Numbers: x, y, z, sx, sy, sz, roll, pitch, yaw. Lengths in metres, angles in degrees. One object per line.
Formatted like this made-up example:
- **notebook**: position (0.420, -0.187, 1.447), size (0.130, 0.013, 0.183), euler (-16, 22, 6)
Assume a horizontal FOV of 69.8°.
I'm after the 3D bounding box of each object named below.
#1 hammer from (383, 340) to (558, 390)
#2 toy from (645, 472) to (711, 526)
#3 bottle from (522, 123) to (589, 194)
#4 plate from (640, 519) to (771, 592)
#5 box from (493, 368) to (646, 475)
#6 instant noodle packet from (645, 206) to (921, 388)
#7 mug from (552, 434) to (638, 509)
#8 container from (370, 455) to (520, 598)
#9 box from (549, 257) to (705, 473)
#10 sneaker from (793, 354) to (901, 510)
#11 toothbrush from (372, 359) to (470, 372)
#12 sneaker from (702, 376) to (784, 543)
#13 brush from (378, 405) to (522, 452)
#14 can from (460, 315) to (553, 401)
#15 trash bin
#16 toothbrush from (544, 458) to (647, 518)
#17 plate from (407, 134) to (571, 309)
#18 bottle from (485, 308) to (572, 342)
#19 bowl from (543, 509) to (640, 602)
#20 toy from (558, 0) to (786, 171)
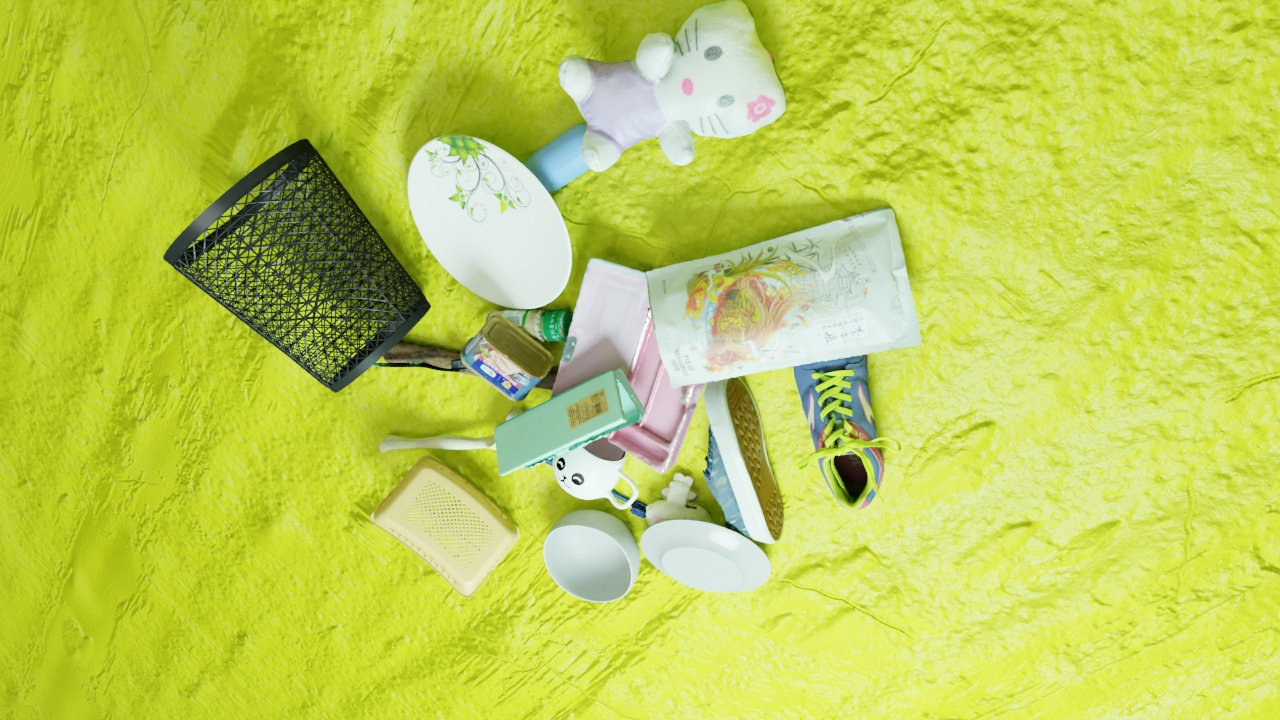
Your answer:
- **hammer**: position (-0.189, 0.004, 1.193), size (0.331, 0.033, 0.120), euler (10, 116, 17)
- **toy**: position (0.049, 0.203, 1.194), size (0.087, 0.050, 0.112), euler (8, 132, 17)
- **bottle**: position (-0.068, -0.231, 1.006), size (0.131, 0.047, 0.048), euler (-26, 105, 30)
- **plate**: position (0.082, 0.264, 1.192), size (0.173, 0.019, 0.173), euler (12, 140, 10)
- **box**: position (-0.095, 0.079, 1.084), size (0.189, 0.079, 0.077), euler (-24, 101, 27)
- **instant noodle packet**: position (0.147, -0.059, 0.970), size (0.269, 0.057, 0.147), euler (-12, 96, 13)
- **mug**: position (-0.055, 0.144, 1.170), size (0.124, 0.090, 0.076), euler (39, 117, 20)
- **container**: position (-0.272, 0.231, 1.297), size (0.183, 0.129, 0.167), euler (40, 165, -2)
- **box**: position (-0.005, 0.003, 1.093), size (0.180, 0.055, 0.233), euler (24, 117, 7)
- **sneaker**: position (0.225, 0.056, 1.018), size (0.116, 0.090, 0.242), euler (-8, 113, 27)
- **toothbrush**: position (-0.304, 0.004, 1.213), size (0.188, 0.014, 0.017), euler (2, 99, 21)
- **sneaker**: position (0.107, 0.124, 1.108), size (0.079, 0.087, 0.236), euler (-5, 118, 30)
- **brush**: position (-0.256, 0.109, 1.264), size (0.273, 0.061, 0.077), euler (-8, 109, 29)
- **can**: position (-0.162, -0.003, 1.117), size (0.100, 0.053, 0.059), euler (38, 133, -10)
- **trash bin**: position (-0.400, -0.104, 1.120), size (0.218, 0.216, 0.243), euler (-31, 109, 31)
- **toothbrush**: position (-0.073, 0.163, 1.236), size (0.190, 0.017, 0.016), euler (27, 122, 6)
- **plate**: position (-0.173, -0.164, 1.080), size (0.229, 0.030, 0.230), euler (20, 136, 20)
- **bottle**: position (-0.139, -0.043, 1.138), size (0.110, 0.042, 0.043), euler (1, 117, 23)
- **bowl**: position (-0.061, 0.259, 1.254), size (0.132, 0.064, 0.132), euler (9, 119, 17)
- **toy**: position (0.034, -0.266, 0.911), size (0.209, 0.085, 0.138), euler (-13, 109, 12)
